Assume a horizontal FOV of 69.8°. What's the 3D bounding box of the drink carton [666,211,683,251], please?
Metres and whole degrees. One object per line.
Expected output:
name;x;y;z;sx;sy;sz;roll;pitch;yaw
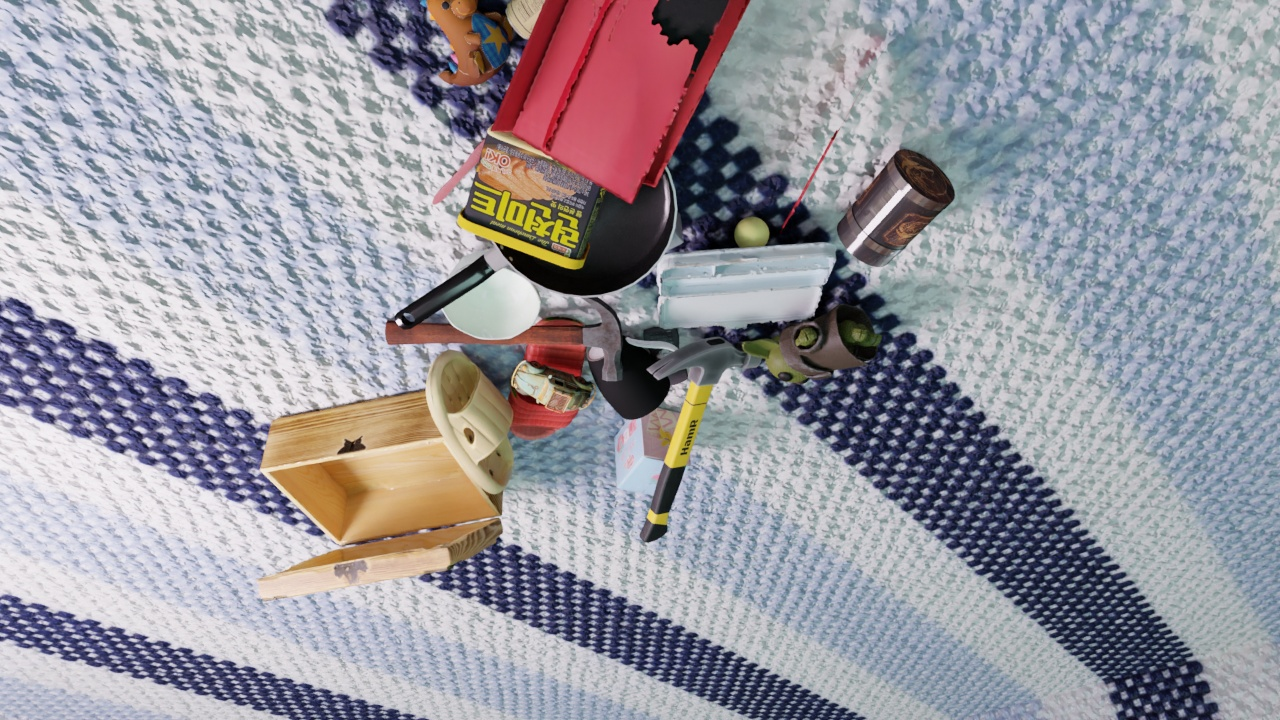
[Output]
drink carton;-0.021;-0.141;1.043;0.125;0.048;0.076;-24;137;23

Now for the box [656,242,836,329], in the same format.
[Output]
box;0.123;-0.089;1.113;0.209;0.037;0.190;-4;160;1

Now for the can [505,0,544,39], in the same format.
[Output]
can;-0.080;-0.325;0.821;0.080;0.038;0.038;-29;135;27

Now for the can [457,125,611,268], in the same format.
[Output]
can;-0.101;-0.165;0.903;0.131;0.072;0.101;20;115;-5

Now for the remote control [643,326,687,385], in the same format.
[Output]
remote control;0.036;-0.004;1.246;0.046;0.009;0.124;-9;141;6

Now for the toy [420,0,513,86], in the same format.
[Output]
toy;-0.172;-0.298;0.852;0.103;0.070;0.090;-9;133;43

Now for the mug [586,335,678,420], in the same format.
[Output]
mug;-0.007;0.007;1.205;0.119;0.084;0.100;-31;121;14

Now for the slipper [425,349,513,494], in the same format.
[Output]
slipper;-0.207;0.086;1.243;0.079;0.111;0.262;-2;137;14

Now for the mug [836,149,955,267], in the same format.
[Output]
mug;0.293;-0.168;1.025;0.115;0.080;0.107;-10;151;-37

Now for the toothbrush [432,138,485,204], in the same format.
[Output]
toothbrush;-0.170;-0.217;0.965;0.015;0.015;0.185;32;131;-27

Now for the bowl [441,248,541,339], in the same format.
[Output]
bowl;-0.175;-0.086;1.085;0.117;0.061;0.118;-2;135;-2

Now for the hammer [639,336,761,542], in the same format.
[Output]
hammer;0.052;0.115;1.241;0.169;0.034;0.325;-5;123;-37

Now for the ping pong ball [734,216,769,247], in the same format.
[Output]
ping pong ball;0.128;-0.145;1.057;0.040;0.040;0.040;-2;141;-2

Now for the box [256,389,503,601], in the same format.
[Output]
box;-0.358;0.233;1.314;0.279;0.263;0.270;-12;142;7

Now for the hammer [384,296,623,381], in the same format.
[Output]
hammer;-0.172;-0.033;1.151;0.301;0.028;0.111;1;106;5

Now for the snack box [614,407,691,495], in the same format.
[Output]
snack box;0.017;0.133;1.346;0.079;0.094;0.093;14;137;-21

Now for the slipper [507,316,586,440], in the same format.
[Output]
slipper;-0.126;0.042;1.252;0.103;0.059;0.249;8;138;-14

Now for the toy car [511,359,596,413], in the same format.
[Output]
toy car;-0.111;0.040;1.188;0.112;0.047;0.047;19;117;-17

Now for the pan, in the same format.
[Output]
pan;-0.125;-0.131;0.988;0.356;0.044;0.204;-29;113;20

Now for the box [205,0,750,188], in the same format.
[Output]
box;-0.088;-0.254;0.677;0.466;0.138;0.215;-3;128;-53

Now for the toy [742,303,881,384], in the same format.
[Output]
toy;0.231;-0.016;1.179;0.153;0.078;0.179;-24;156;40
